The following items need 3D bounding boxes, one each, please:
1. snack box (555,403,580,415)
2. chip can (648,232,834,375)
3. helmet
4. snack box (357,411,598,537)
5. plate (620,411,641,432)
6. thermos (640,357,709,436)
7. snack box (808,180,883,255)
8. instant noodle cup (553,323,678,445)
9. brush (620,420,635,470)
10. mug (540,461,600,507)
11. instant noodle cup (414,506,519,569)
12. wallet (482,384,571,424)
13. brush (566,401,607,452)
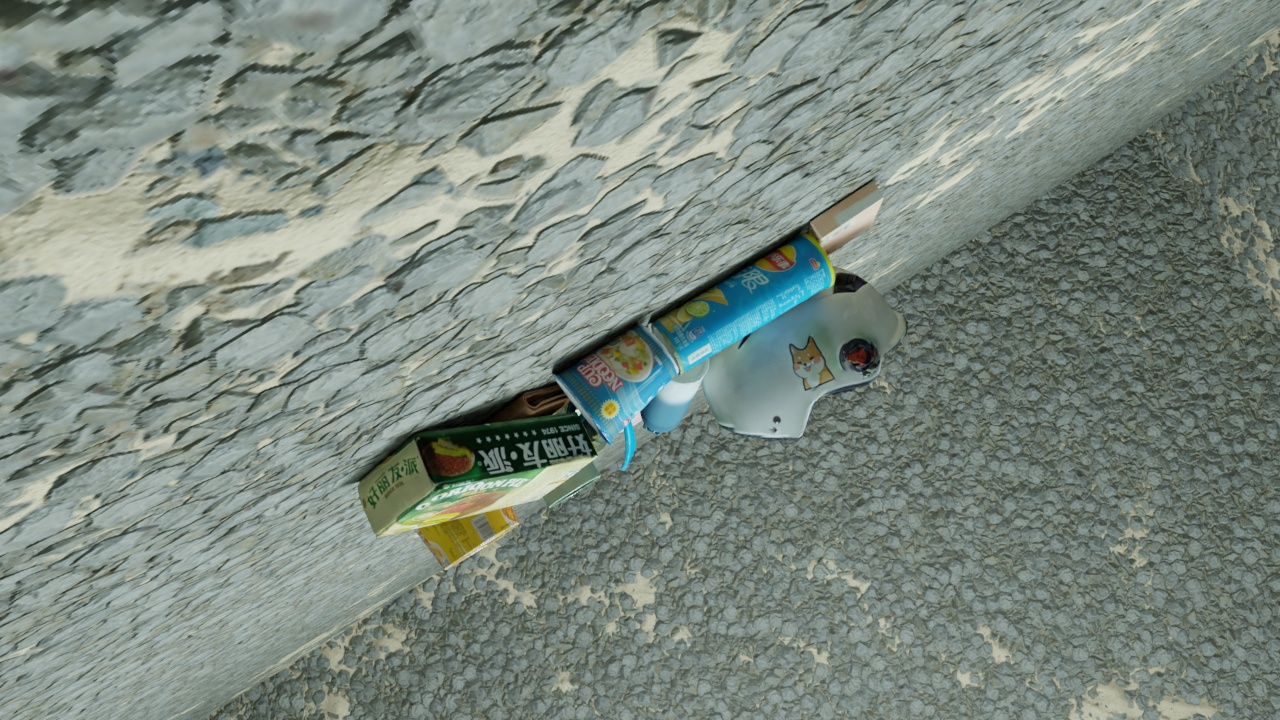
[{"bbox_3d":[-0.119,0.082,1.160,0.156,0.027,0.077,-30,165,-1],"label":"snack box"},{"bbox_3d":[0.115,-0.065,1.045,0.210,0.071,0.071,-30,172,-9],"label":"chip can"},{"bbox_3d":[0.184,-0.035,1.159,0.274,0.157,0.230,-37,-160,-4],"label":"helmet"},{"bbox_3d":[-0.164,0.116,0.966,0.115,0.063,0.239,-37,161,33],"label":"snack box"},{"bbox_3d":[-0.057,0.096,1.376,0.192,0.039,0.192,-26,-179,0],"label":"plate"},{"bbox_3d":[0.039,0.036,1.188,0.070,0.070,0.221,-30,165,-16],"label":"thermos"},{"bbox_3d":[0.240,-0.162,1.092,0.084,0.026,0.157,-33,173,5],"label":"snack box"},{"bbox_3d":[-0.022,0.019,0.988,0.110,0.099,0.099,-40,174,-8],"label":"instant noodle cup"},{"bbox_3d":[-0.018,0.077,1.205,0.255,0.046,0.083,89,24,-56],"label":"brush"},{"bbox_3d":[-0.125,0.141,1.262,0.082,0.106,0.112,-25,169,-49],"label":"mug"},{"bbox_3d":[-0.225,0.188,1.154,0.138,0.110,0.138,-32,174,-4],"label":"instant noodle cup"},{"bbox_3d":[-0.144,0.072,1.045,0.132,0.031,0.107,-35,170,27],"label":"wallet"},{"bbox_3d":[-0.039,0.040,1.068,0.144,0.073,0.055,-52,157,8],"label":"brush"}]
